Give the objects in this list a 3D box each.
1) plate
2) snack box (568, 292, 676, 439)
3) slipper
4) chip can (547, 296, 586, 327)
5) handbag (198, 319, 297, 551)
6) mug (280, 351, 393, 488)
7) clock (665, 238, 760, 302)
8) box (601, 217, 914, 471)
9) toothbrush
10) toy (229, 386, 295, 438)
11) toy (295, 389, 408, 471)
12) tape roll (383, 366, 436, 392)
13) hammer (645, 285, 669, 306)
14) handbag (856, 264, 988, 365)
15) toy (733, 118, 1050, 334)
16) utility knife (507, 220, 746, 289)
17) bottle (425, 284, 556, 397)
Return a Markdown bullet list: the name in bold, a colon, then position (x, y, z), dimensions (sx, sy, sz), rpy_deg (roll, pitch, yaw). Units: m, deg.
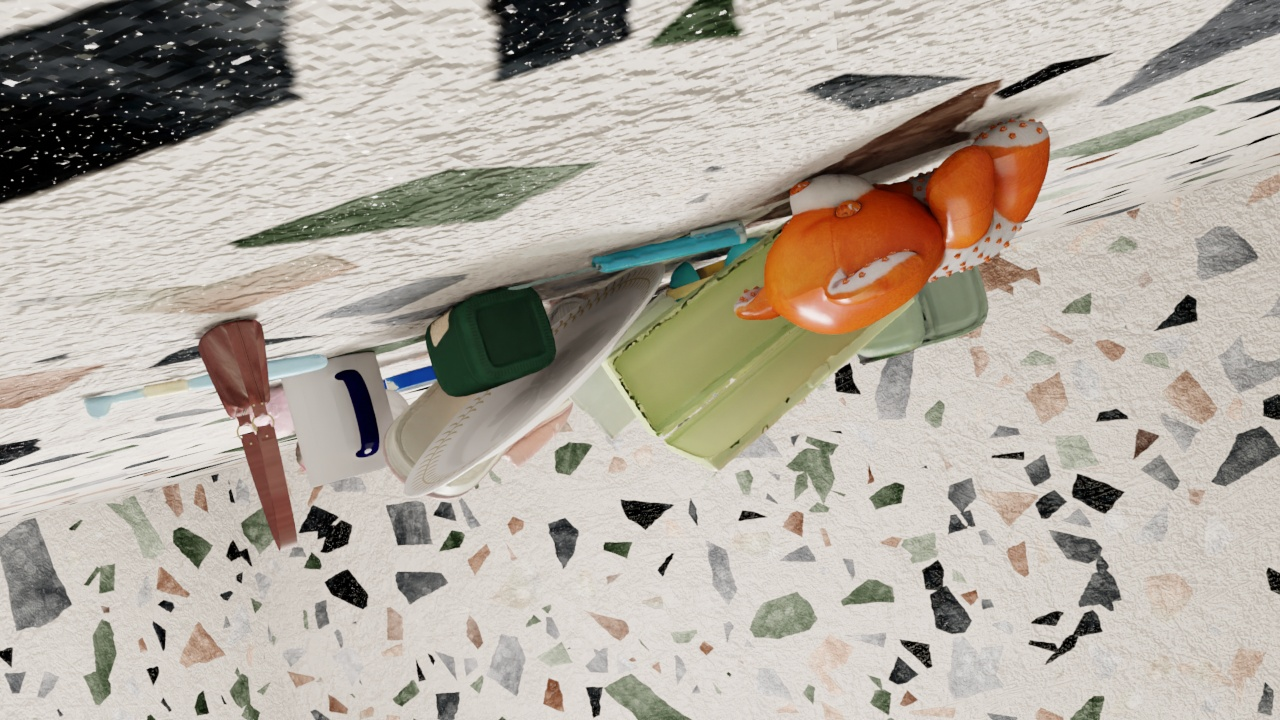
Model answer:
- **plate**: position (-0.073, 0.015, 0.658), dimensions (0.243, 0.016, 0.242), rpy_deg (-39, -167, 11)
- **snack box**: position (-0.004, 0.004, 0.755), dimensions (0.104, 0.057, 0.208), rpy_deg (-43, -179, -1)
- **slipper**: position (-0.137, 0.046, 0.823), dimensions (0.055, 0.114, 0.273), rpy_deg (-53, 175, 30)
- **chip can**: position (-0.052, -0.027, 0.882), dimensions (0.052, 0.052, 0.214), rpy_deg (-16, 179, 2)
- **handbag**: position (-0.201, 0.041, 0.480), dimensions (0.029, 0.119, 0.055), rpy_deg (-15, 179, -35)
- **mug**: position (-0.241, 0.047, 0.758), dimensions (0.078, 0.097, 0.112), rpy_deg (-15, 179, -32)
- **clock**: position (0.078, -0.073, 0.755), dimensions (0.099, 0.043, 0.129), rpy_deg (-17, -174, 38)
- **box**: position (0.079, -0.011, 0.628), dimensions (0.187, 0.127, 0.066), rpy_deg (-39, 148, -17)
- **toothbrush**: position (-0.291, 0.015, 0.626), dimensions (0.154, 0.016, 0.022), rpy_deg (-14, -150, -34)
- **toy**: position (-0.326, 0.045, 0.855), dimensions (0.064, 0.047, 0.109), rpy_deg (-4, -171, 25)
- **toy**: position (-0.247, 0.074, 0.931), dimensions (0.194, 0.084, 0.159), rpy_deg (11, -158, -23)
- **tape roll**: position (-0.273, 0.022, 1.135), dimensions (0.091, 0.016, 0.093), rpy_deg (-15, 179, -18)
- **hammer**: position (0.130, -0.082, 1.019), dimensions (0.327, 0.052, 0.098), rpy_deg (-19, 180, -30)
- **handbag**: position (0.208, -0.067, 0.718), dimensions (0.106, 0.122, 0.067), rpy_deg (-16, 179, 14)
- **toy**: position (0.140, -0.076, 0.540), dimensions (0.172, 0.093, 0.164), rpy_deg (-29, -171, -29)
- **utility knife**: position (-0.007, -0.067, 0.591), dimensions (0.161, 0.015, 0.022), rpy_deg (-14, -156, -9)
- **bottle**: position (-0.116, -0.009, 0.659), dimensions (0.061, 0.061, 0.131), rpy_deg (-18, 180, -30)
